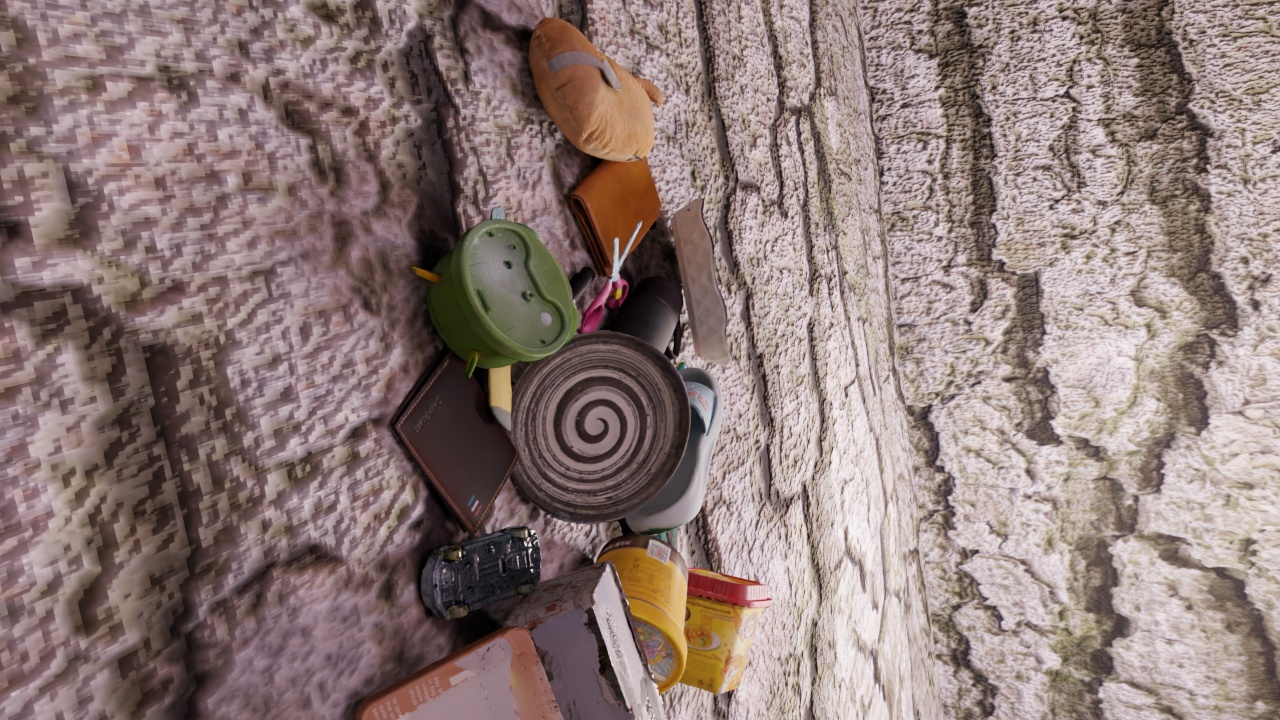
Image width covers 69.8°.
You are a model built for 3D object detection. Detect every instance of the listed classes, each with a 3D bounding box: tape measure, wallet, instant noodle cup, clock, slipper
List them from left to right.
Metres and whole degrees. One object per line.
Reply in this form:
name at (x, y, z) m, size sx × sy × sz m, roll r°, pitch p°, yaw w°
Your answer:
wallet at (-0.144, 0.063, 0.725) m, size 0.122 × 0.020 × 0.096 m, roll 65°, pitch 32°, yaw -32°
clock at (-0.105, -0.054, 0.745) m, size 0.160 × 0.056 × 0.116 m, roll -31°, pitch 97°, yaw -55°
wallet at (-0.020, -0.163, 0.998) m, size 0.130 × 0.035 × 0.119 m, roll -55°, pitch 138°, yaw -40°
instant noodle cup at (-0.008, 0.238, 0.877) m, size 0.114 × 0.119 × 0.118 m, roll -70°, pitch 146°, yaw -55°
tape measure at (0.026, 0.197, 1.055) m, size 0.058 × 0.025 × 0.054 m, roll -44°, pitch 124°, yaw -58°
slipper at (0.024, 0.081, 0.960) m, size 0.244 × 0.104 × 0.074 m, roll -76°, pitch 146°, yaw -55°
instant noodle cup at (0.081, 0.311, 1.064) m, size 0.116 × 0.116 × 0.123 m, roll 26°, pitch 74°, yaw -62°

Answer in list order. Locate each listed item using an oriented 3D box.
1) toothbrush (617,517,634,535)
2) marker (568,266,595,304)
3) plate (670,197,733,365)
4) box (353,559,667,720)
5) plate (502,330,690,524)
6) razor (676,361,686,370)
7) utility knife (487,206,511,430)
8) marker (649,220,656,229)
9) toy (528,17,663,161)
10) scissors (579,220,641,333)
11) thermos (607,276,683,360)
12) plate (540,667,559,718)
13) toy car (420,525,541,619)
toothbrush at (-0.018, 0.151, 0.970) m, size 0.027 × 0.026 × 0.213 m, roll -47°, pitch 124°, yaw -56°
marker at (-0.077, -0.054, 0.887) m, size 0.131 × 0.022 × 0.020 m, roll -59°, pitch 144°, yaw -51°
plate at (0.073, -0.093, 1.118) m, size 0.205 × 0.045 × 0.205 m, roll -8°, pitch 87°, yaw -87°
box at (-0.067, 0.276, 0.689) m, size 0.270 × 0.133 × 0.179 m, roll -20°, pitch 90°, yaw -57°
plate at (-0.040, 0.061, 0.830) m, size 0.179 × 0.024 × 0.179 m, roll -4°, pitch 101°, yaw -21°
razor at (0.051, 0.068, 1.129) m, size 0.043 × 0.028 × 0.132 m, roll -4°, pitch 92°, yaw -34°
utility knife at (-0.119, -0.043, 0.783) m, size 0.031 × 0.021 × 0.208 m, roll 32°, pitch 54°, yaw -58°
marker at (-0.009, -0.188, 1.064) m, size 0.124 × 0.015 × 0.018 m, roll 44°, pitch 49°, yaw -54°
toy at (-0.031, -0.267, 0.946) m, size 0.225 × 0.083 × 0.143 m, roll -2°, pitch 74°, yaw -65°
scissors at (-0.031, -0.080, 0.943) m, size 0.131 × 0.017 × 0.133 m, roll -55°, pitch 166°, yaw -26°
thermos at (-0.006, 0.006, 0.962) m, size 0.090 × 0.069 × 0.241 m, roll 52°, pitch 36°, yaw -19°
plate at (-0.081, 0.385, 0.789) m, size 0.229 × 0.027 × 0.230 m, roll -4°, pitch 90°, yaw -66°
toy car at (-0.125, 0.166, 0.726) m, size 0.120 × 0.037 × 0.054 m, roll -6°, pitch 91°, yaw -55°
